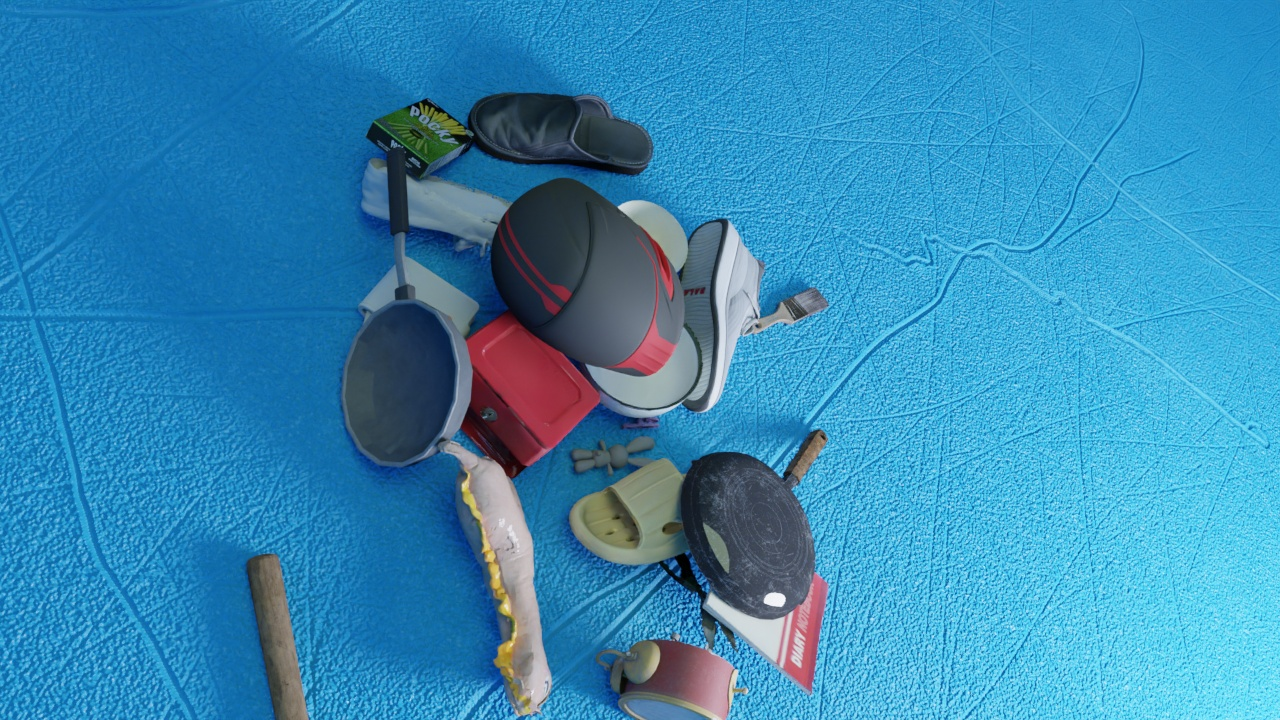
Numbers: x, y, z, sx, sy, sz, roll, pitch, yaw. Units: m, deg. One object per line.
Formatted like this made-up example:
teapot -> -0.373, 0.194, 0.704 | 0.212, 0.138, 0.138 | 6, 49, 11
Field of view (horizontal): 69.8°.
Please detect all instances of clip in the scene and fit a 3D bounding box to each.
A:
clip -> -0.003, 0.071, 1.148 | 0.052, 0.014, 0.042 | -16, 73, -27

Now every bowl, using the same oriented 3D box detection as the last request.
bowl -> -0.007, 0.007, 1.132 | 0.153, 0.073, 0.153 | 8, 59, -14
bowl -> -0.002, -0.147, 1.217 | 0.115, 0.063, 0.115 | 10, 64, -21

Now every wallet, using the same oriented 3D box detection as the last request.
wallet -> -0.262, -0.048, 1.066 | 0.118, 0.038, 0.115 | 34, 57, -3

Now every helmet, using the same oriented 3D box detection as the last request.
helmet -> -0.076, -0.100, 1.015 | 0.169, 0.164, 0.264 | 17, 32, -44

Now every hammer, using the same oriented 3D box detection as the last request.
hammer -> -0.328, 0.339, 0.861 | 0.129, 0.040, 0.321 | -10, 71, -24

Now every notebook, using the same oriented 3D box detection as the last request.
notebook -> 0.152, 0.271, 1.067 | 0.153, 0.012, 0.208 | 41, 26, -2

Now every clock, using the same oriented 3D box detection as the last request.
clock -> 0.028, 0.337, 0.982 | 0.159, 0.117, 0.081 | 23, 56, -7

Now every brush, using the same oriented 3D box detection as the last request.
brush -> 0.210, -0.069, 1.311 | 0.151, 0.012, 0.039 | -25, 80, -31

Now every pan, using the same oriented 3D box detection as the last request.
pan -> 0.169, 0.162, 1.110 | 0.207, 0.040, 0.355 | 52, 39, -1
pan -> -0.253, -0.062, 0.993 | 0.041, 0.179, 0.357 | 12, 69, -56

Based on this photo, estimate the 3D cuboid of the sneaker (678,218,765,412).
sneaker -> 0.109, -0.048, 1.217 | 0.128, 0.097, 0.262 | 26, 66, -40

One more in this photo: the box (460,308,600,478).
box -> -0.141, 0.031, 1.046 | 0.157, 0.113, 0.134 | 46, 52, 0

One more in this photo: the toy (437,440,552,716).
toy -> -0.148, 0.224, 0.941 | 0.065, 0.196, 0.264 | -18, 60, 12

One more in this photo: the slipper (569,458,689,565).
slipper -> 0.046, 0.162, 1.070 | 0.260, 0.079, 0.111 | -9, 44, -32

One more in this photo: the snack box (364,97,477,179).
snack box -> -0.267, -0.277, 1.135 | 0.080, 0.025, 0.147 | 37, 29, -5

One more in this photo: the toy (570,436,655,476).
toy -> -0.028, 0.116, 1.105 | 0.111, 0.030, 0.049 | -4, 54, -21

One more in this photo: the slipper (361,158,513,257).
slipper -> -0.218, -0.173, 1.122 | 0.246, 0.075, 0.112 | 15, 38, -22

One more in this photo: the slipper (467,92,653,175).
slipper -> -0.096, -0.322, 1.242 | 0.265, 0.084, 0.108 | 5, 67, -21

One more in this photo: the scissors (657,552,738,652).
scissors -> 0.056, 0.248, 1.035 | 0.142, 0.015, 0.209 | 25, 23, -6
